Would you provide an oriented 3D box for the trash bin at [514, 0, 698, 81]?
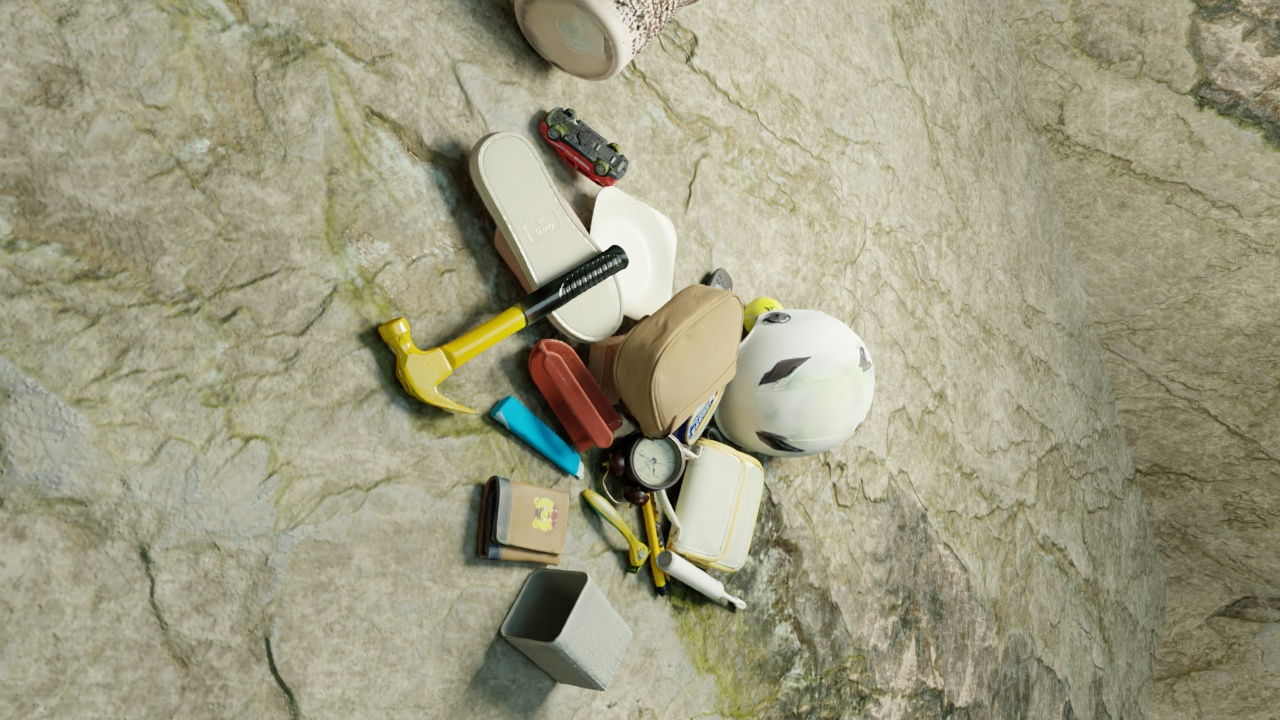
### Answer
[{"bbox_3d":[-0.043,-0.459,1.112,0.227,0.228,0.191,44,66,-35],"label":"trash bin"}]

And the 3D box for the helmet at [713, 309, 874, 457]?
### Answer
[{"bbox_3d":[0.245,0.046,1.341,0.258,0.146,0.229,-14,112,-36],"label":"helmet"}]

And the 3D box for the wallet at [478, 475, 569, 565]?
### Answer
[{"bbox_3d":[-0.128,0.182,1.026,0.115,0.033,0.090,23,66,-49],"label":"wallet"}]

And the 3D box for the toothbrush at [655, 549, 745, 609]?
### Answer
[{"bbox_3d":[0.089,0.302,1.241,0.027,0.026,0.221,-49,135,0],"label":"toothbrush"}]

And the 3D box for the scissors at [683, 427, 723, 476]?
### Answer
[{"bbox_3d":[0.118,0.176,1.319,0.159,0.014,0.178,-13,94,-48],"label":"scissors"}]

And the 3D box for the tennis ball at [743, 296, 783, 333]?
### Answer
[{"bbox_3d":[0.189,-0.064,1.403,0.065,0.066,0.065,11,76,-47],"label":"tennis ball"}]

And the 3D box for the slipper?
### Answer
[{"bbox_3d":[-0.111,-0.137,1.066,0.114,0.054,0.274,-43,114,-26],"label":"slipper"}]

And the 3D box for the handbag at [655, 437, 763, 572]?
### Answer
[{"bbox_3d":[0.083,0.188,1.233,0.178,0.063,0.163,28,70,-35],"label":"handbag"}]

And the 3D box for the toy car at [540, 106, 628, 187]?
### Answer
[{"bbox_3d":[-0.072,-0.263,1.142,0.120,0.045,0.052,39,48,-10],"label":"toy car"}]

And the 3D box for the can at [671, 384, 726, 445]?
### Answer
[{"bbox_3d":[0.071,0.051,1.238,0.147,0.049,0.075,-54,153,-42],"label":"can"}]

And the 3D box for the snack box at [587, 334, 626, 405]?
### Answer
[{"bbox_3d":[-0.007,0.007,1.173,0.157,0.026,0.084,-12,117,-48],"label":"snack box"}]

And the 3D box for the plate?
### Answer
[{"bbox_3d":[-0.017,-0.132,1.202,0.163,0.034,0.164,21,69,-45],"label":"plate"}]

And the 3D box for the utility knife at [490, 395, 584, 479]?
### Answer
[{"bbox_3d":[-0.113,0.093,1.068,0.162,0.018,0.034,45,56,-37],"label":"utility knife"}]

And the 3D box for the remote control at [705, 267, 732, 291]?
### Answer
[{"bbox_3d":[0.102,-0.076,1.337,0.053,0.024,0.136,45,52,-33],"label":"remote control"}]

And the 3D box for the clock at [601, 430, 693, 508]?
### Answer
[{"bbox_3d":[0.003,0.133,1.150,0.121,0.055,0.082,-33,95,-22],"label":"clock"}]

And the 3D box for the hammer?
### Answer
[{"bbox_3d":[-0.132,-0.048,1.002,0.299,0.033,0.129,-34,112,-28],"label":"hammer"}]

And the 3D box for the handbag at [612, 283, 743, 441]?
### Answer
[{"bbox_3d":[0.045,-0.004,1.131,0.203,0.100,0.148,-38,134,-39],"label":"handbag"}]

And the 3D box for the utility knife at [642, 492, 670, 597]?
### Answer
[{"bbox_3d":[0.016,0.212,1.192,0.033,0.015,0.192,-18,98,-67],"label":"utility knife"}]

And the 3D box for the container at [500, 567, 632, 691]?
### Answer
[{"bbox_3d":[-0.077,0.303,1.021,0.114,0.090,0.090,55,48,-31],"label":"container"}]

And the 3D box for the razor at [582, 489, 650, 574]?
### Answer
[{"bbox_3d":[-0.030,0.207,1.138,0.132,0.028,0.043,56,51,-24],"label":"razor"}]

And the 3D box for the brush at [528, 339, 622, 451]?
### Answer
[{"bbox_3d":[-0.079,0.037,1.066,0.063,0.069,0.146,-34,114,-5],"label":"brush"}]
